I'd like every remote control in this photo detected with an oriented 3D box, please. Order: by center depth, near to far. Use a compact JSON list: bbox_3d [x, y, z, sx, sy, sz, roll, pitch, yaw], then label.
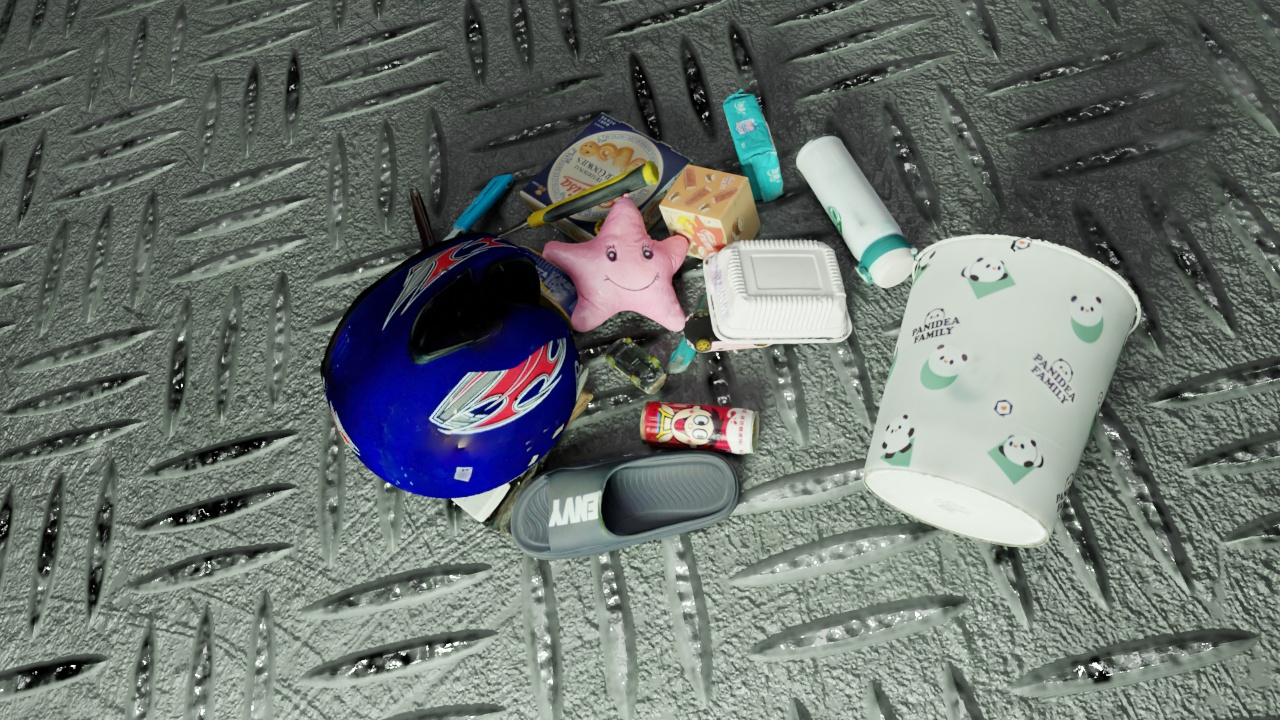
[{"bbox_3d":[-0.224,0.138,1.122,0.150,0.021,0.058,28,75,37],"label":"remote control"}]

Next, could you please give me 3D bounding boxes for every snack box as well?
[{"bbox_3d":[0.092,-0.188,1.194,0.094,0.093,0.076,19,64,30],"label":"snack box"},{"bbox_3d":[-0.045,-0.248,1.298,0.178,0.046,0.182,35,74,29],"label":"snack box"}]

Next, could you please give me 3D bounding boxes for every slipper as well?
[{"bbox_3d":[-0.022,0.153,1.031,0.268,0.083,0.110,-11,73,4],"label":"slipper"}]

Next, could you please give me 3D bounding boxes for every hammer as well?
[{"bbox_3d":[-0.125,-0.190,1.222,0.324,0.032,0.125,-19,29,20],"label":"hammer"}]

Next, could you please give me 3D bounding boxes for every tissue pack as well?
[{"bbox_3d":[0.153,-0.291,1.244,0.050,0.093,0.133,-18,59,9],"label":"tissue pack"}]

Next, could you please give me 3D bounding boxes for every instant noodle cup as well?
[{"bbox_3d":[0.170,-0.091,1.114,0.173,0.060,0.137,-2,58,-8],"label":"instant noodle cup"}]

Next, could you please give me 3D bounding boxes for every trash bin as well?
[{"bbox_3d":[0.355,0.038,0.937,0.230,0.230,0.251,17,71,22],"label":"trash bin"}]

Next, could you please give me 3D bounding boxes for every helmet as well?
[{"bbox_3d":[-0.186,0.014,1.042,0.240,0.248,0.314,35,57,19],"label":"helmet"}]

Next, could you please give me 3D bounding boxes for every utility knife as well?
[{"bbox_3d":[0.088,-0.073,1.183,0.029,0.013,0.222,18,66,25],"label":"utility knife"},{"bbox_3d":[-0.237,-0.210,1.306,0.034,0.018,0.193,3,41,25],"label":"utility knife"}]

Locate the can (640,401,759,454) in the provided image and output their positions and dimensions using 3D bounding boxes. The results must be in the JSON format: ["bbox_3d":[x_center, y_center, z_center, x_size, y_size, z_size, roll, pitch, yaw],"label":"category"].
[{"bbox_3d":[0.070,0.079,1.077,0.133,0.053,0.053,4,62,17],"label":"can"}]

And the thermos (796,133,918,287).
[{"bbox_3d":[0.273,-0.189,1.171,0.073,0.073,0.224,-23,58,1],"label":"thermos"}]

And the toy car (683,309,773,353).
[{"bbox_3d":[0.115,-0.038,1.141,0.122,0.037,0.056,-5,55,9],"label":"toy car"}]

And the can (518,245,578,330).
[{"bbox_3d":[-0.127,-0.097,1.217,0.148,0.075,0.049,33,71,29],"label":"can"}]

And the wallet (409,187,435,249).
[{"bbox_3d":[-0.298,-0.169,1.290,0.020,0.096,0.122,-17,57,-11],"label":"wallet"}]

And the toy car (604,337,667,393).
[{"bbox_3d":[-0.007,0.007,1.150,0.042,0.035,0.090,-42,54,-13],"label":"toy car"}]

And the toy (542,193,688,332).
[{"bbox_3d":[-0.028,-0.123,1.156,0.194,0.075,0.178,1,84,-19],"label":"toy"}]

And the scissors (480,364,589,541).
[{"bbox_3d":[-0.132,0.102,1.113,0.143,0.021,0.234,0,71,21],"label":"scissors"}]

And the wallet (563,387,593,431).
[{"bbox_3d":[-0.127,0.043,1.163,0.115,0.033,0.090,37,78,28],"label":"wallet"}]
